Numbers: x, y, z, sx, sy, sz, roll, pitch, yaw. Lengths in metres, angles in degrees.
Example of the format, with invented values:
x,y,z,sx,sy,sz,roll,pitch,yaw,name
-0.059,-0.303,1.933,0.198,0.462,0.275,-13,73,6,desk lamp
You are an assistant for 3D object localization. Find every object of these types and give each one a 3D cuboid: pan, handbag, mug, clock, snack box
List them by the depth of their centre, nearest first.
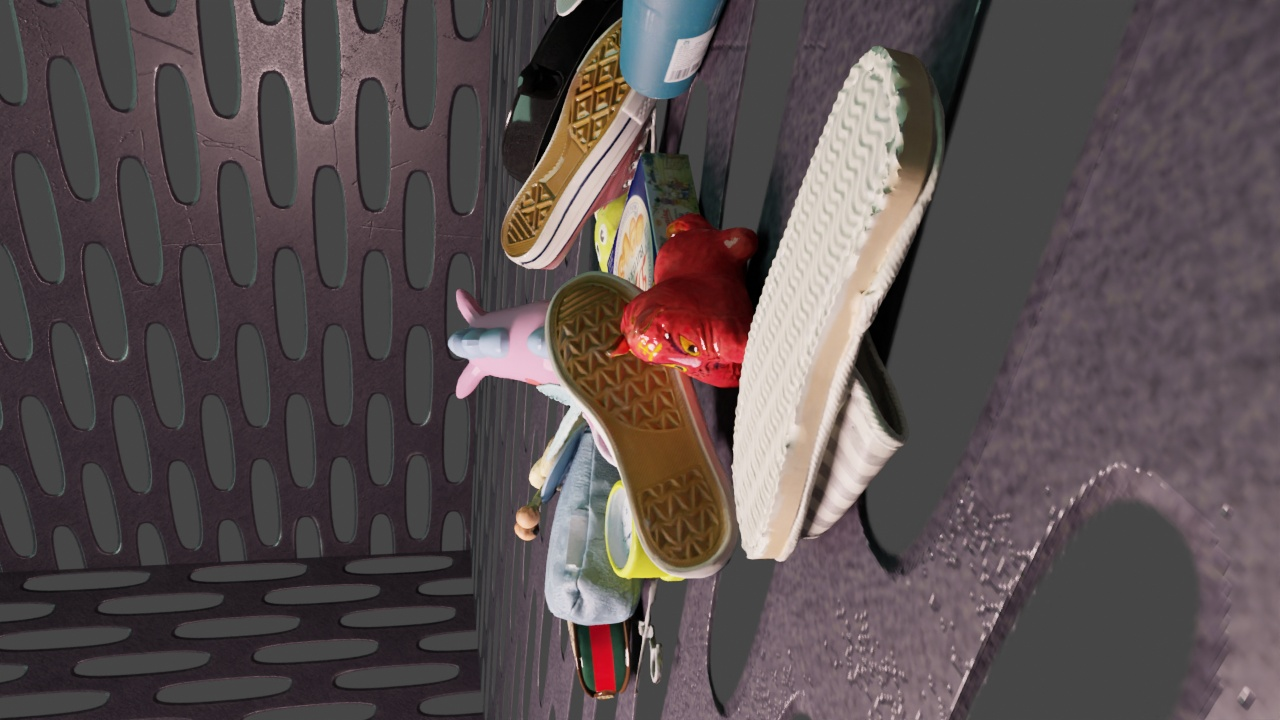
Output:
x,y,z,sx,sy,sz,roll,pitch,yaw,name
0.022,-0.244,0.639,0.122,0.078,0.078,109,157,-65,mug
0.013,0.123,0.701,0.119,0.057,0.083,124,144,-55,clock
0.012,-0.063,0.727,0.145,0.042,0.144,113,153,-56,snack box
-0.079,-0.246,0.813,0.204,0.044,0.355,-62,2,14,pan
-0.051,0.137,0.824,0.122,0.118,0.191,133,146,-71,handbag
-0.043,0.254,0.926,0.139,0.063,0.166,91,171,-50,handbag

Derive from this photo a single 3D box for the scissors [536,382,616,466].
x,y,z,sx,sy,sz,roll,pitch,yaw,name
-0.037,0.036,0.728,0.171,0.014,0.168,-58,44,31,scissors

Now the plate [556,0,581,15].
x,y,z,sx,sy,sz,roll,pitch,yaw,name
-0.003,-0.379,0.709,0.243,0.016,0.242,-50,28,38,plate

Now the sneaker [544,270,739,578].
x,y,z,sx,sy,sz,roll,pitch,yaw,name
0.010,0.041,0.631,0.235,0.087,0.079,64,-170,27,sneaker

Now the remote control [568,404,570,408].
x,y,z,sx,sy,sz,roll,pitch,yaw,name
-0.062,0.082,1.070,0.151,0.020,0.041,-118,31,-56,remote control

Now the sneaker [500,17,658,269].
x,y,z,sx,sy,sz,roll,pitch,yaw,name
-0.027,-0.176,0.779,0.241,0.087,0.118,-57,46,18,sneaker

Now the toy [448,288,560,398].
x,y,z,sx,sy,sz,roll,pitch,yaw,name
-0.113,-0.018,0.961,0.222,0.171,0.120,-178,88,-76,toy

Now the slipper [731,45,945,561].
x,y,z,sx,sy,sz,roll,pitch,yaw,name
0.086,-0.007,0.414,0.114,0.054,0.273,-99,12,-45,slipper

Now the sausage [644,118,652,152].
x,y,z,sx,sy,sz,roll,pitch,yaw,name
0.006,-0.247,0.801,0.020,0.020,0.155,-124,37,-66,sausage

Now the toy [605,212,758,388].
x,y,z,sx,sy,sz,roll,pitch,yaw,name
0.024,-0.051,0.580,0.088,0.094,0.132,109,158,-52,toy

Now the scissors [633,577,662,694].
x,y,z,sx,sy,sz,roll,pitch,yaw,name
0.008,0.223,0.804,0.141,0.014,0.175,-127,43,-77,scissors

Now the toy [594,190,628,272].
x,y,z,sx,sy,sz,roll,pitch,yaw,name
-0.021,-0.136,0.862,0.092,0.043,0.117,114,154,-60,toy
